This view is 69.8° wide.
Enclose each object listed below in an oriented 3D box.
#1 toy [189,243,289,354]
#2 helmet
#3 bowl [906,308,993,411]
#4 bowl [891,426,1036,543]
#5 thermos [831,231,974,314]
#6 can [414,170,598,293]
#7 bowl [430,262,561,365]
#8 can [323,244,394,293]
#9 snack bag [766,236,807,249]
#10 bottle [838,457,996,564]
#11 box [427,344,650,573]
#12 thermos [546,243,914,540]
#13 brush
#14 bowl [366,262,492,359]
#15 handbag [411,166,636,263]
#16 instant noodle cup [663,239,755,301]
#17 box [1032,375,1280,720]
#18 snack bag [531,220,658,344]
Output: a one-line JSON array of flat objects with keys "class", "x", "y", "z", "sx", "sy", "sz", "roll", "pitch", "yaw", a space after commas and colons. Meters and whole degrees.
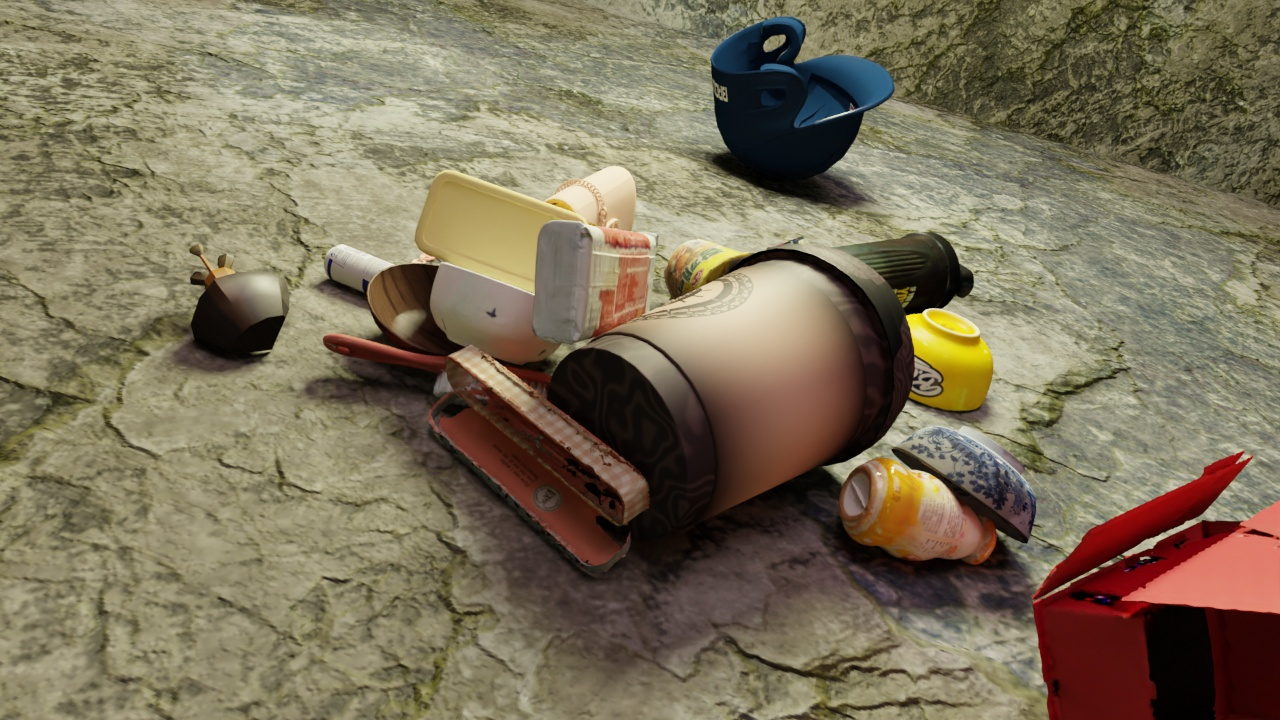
[{"class": "toy", "x": -0.307, "y": -0.049, "z": 0.685, "sx": 0.076, "sy": 0.063, "sz": 0.100, "roll": -38, "pitch": 67, "yaw": -14}, {"class": "helmet", "x": 0.251, "y": -0.392, "z": 1.414, "sx": 0.273, "sy": 0.223, "sz": 0.231, "roll": -9, "pitch": 39, "yaw": 17}, {"class": "bowl", "x": 0.295, "y": -0.009, "z": 0.906, "sx": 0.117, "sy": 0.068, "sz": 0.117, "roll": 12, "pitch": 28, "yaw": -7}, {"class": "bowl", "x": 0.247, "y": 0.082, "z": 0.678, "sx": 0.114, "sy": 0.045, "sz": 0.114, "roll": 37, "pitch": -1, "yaw": 0}, {"class": "thermos", "x": 0.265, "y": -0.094, "z": 1.028, "sx": 0.220, "sy": 0.098, "sz": 0.098, "roll": -9, "pitch": 36, "yaw": -29}, {"class": "can", "x": -0.101, "y": -0.096, "z": 0.741, "sx": 0.135, "sy": 0.075, "sz": 0.104, "roll": 20, "pitch": 3, "yaw": 4}, {"class": "bowl", "x": -0.106, "y": -0.031, "z": 0.679, "sx": 0.105, "sy": 0.054, "sz": 0.105, "roll": 19, "pitch": -1, "yaw": 0}, {"class": "can", "x": -0.227, "y": -0.071, "z": 0.795, "sx": 0.095, "sy": 0.032, "sz": 0.032, "roll": 22, "pitch": 28, "yaw": 12}, {"class": "snack bag", "x": 0.162, "y": -0.039, "z": 0.848, "sx": 0.074, "sy": 0.018, "sz": 0.155, "roll": -28, "pitch": 95, "yaw": -54}, {"class": "bottle", "x": 0.196, "y": 0.110, "z": 0.644, "sx": 0.109, "sy": 0.063, "sz": 0.063, "roll": 21, "pitch": 26, "yaw": -15}, {"class": "box", "x": -0.073, "y": 0.057, "z": 0.594, "sx": 0.187, "sy": 0.078, "sz": 0.054, "roll": 33, "pitch": 6, "yaw": 33}, {"class": "thermos", "x": 0.062, "y": 0.021, "z": 0.641, "sx": 0.225, "sy": 0.173, "sz": 0.173, "roll": -22, "pitch": 45, "yaw": -40}, {"class": "brush", "x": -0.149, "y": 0.012, "z": 0.674, "sx": 0.172, "sy": 0.041, "sz": 0.030, "roll": 12, "pitch": 68, "yaw": -8}, {"class": "bowl", "x": -0.164, "y": -0.030, "z": 0.739, "sx": 0.119, "sy": 0.032, "sz": 0.119, "roll": 19, "pitch": 34, "yaw": -14}, {"class": "handbag", "x": -0.114, "y": -0.137, "z": 0.883, "sx": 0.187, "sy": 0.117, "sz": 0.198, "roll": 21, "pitch": 28, "yaw": 11}, {"class": "instant noodle cup", "x": 0.075, "y": -0.072, "z": 0.892, "sx": 0.102, "sy": 0.102, "sz": 0.108, "roll": 2, "pitch": 22, "yaw": -24}, {"class": "box", "x": 0.316, "y": 0.047, "z": 0.464, "sx": 0.211, "sy": 0.410, "sz": 0.107, "roll": -7, "pitch": 23, "yaw": -38}, {"class": "snack bag", "x": -0.027, "y": -0.059, "z": 0.670, "sx": 0.041, "sy": 0.077, "sz": 0.225, "roll": 7, "pitch": 7, "yaw": 10}]
